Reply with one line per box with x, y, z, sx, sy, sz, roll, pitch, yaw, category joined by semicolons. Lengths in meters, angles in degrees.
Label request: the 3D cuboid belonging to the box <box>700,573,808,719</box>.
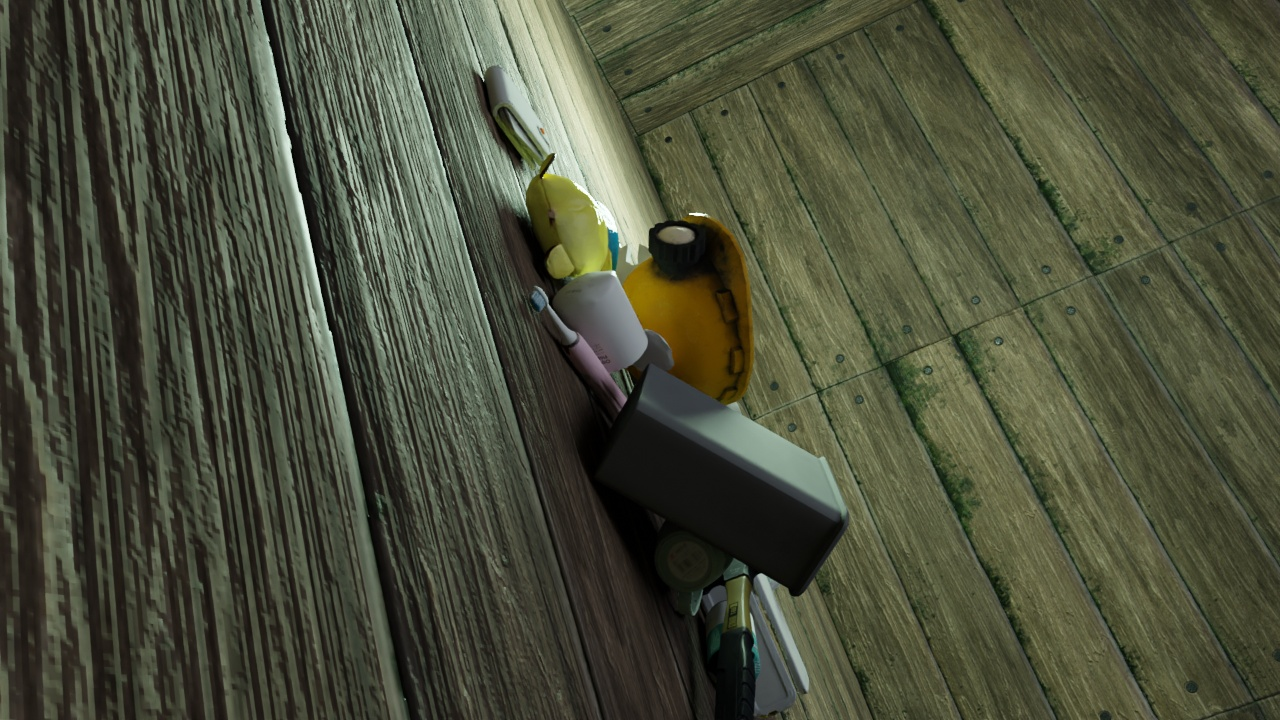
0.135;0.304;1.083;0.117;0.057;0.210;-19;83;-41;box

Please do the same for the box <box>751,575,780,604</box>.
0.129;0.272;1.249;0.127;0.106;0.215;44;2;18;box

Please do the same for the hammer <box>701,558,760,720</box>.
0.093;0.285;0.888;0.025;0.118;0.332;62;14;-14;hammer

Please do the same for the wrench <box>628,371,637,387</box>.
-0.007;0.007;1.234;0.073;0.022;0.273;23;39;-52;wrench

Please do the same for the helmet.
0.034;-0.042;1.127;0.205;0.131;0.256;47;-34;44;helmet

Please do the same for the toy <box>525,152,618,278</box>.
-0.076;-0.155;1.085;0.214;0.084;0.149;29;36;-80;toy

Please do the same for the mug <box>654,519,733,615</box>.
0.056;0.209;0.954;0.104;0.084;0.111;-26;121;-74;mug

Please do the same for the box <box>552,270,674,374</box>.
-0.026;-0.025;1.019;0.092;0.084;0.166;-56;132;-40;box

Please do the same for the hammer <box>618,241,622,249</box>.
0.021;-0.069;1.593;0.319;0.049;0.121;61;12;-23;hammer

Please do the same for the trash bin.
0.078;0.109;0.912;0.220;0.098;0.191;30;12;-2;trash bin

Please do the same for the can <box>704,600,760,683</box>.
0.098;0.306;0.994;0.101;0.055;0.055;-84;149;-74;can

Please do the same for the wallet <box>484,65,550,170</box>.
-0.152;-0.295;1.155;0.118;0.037;0.115;52;16;-48;wallet

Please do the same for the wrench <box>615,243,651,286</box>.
0.007;-0.064;1.448;0.018;0.087;0.273;48;30;-64;wrench

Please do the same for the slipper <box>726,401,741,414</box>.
0.113;0.104;1.396;0.080;0.113;0.266;-51;125;-45;slipper

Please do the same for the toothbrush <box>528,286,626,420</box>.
-0.061;-0.002;0.956;0.223;0.027;0.026;56;47;-46;toothbrush
